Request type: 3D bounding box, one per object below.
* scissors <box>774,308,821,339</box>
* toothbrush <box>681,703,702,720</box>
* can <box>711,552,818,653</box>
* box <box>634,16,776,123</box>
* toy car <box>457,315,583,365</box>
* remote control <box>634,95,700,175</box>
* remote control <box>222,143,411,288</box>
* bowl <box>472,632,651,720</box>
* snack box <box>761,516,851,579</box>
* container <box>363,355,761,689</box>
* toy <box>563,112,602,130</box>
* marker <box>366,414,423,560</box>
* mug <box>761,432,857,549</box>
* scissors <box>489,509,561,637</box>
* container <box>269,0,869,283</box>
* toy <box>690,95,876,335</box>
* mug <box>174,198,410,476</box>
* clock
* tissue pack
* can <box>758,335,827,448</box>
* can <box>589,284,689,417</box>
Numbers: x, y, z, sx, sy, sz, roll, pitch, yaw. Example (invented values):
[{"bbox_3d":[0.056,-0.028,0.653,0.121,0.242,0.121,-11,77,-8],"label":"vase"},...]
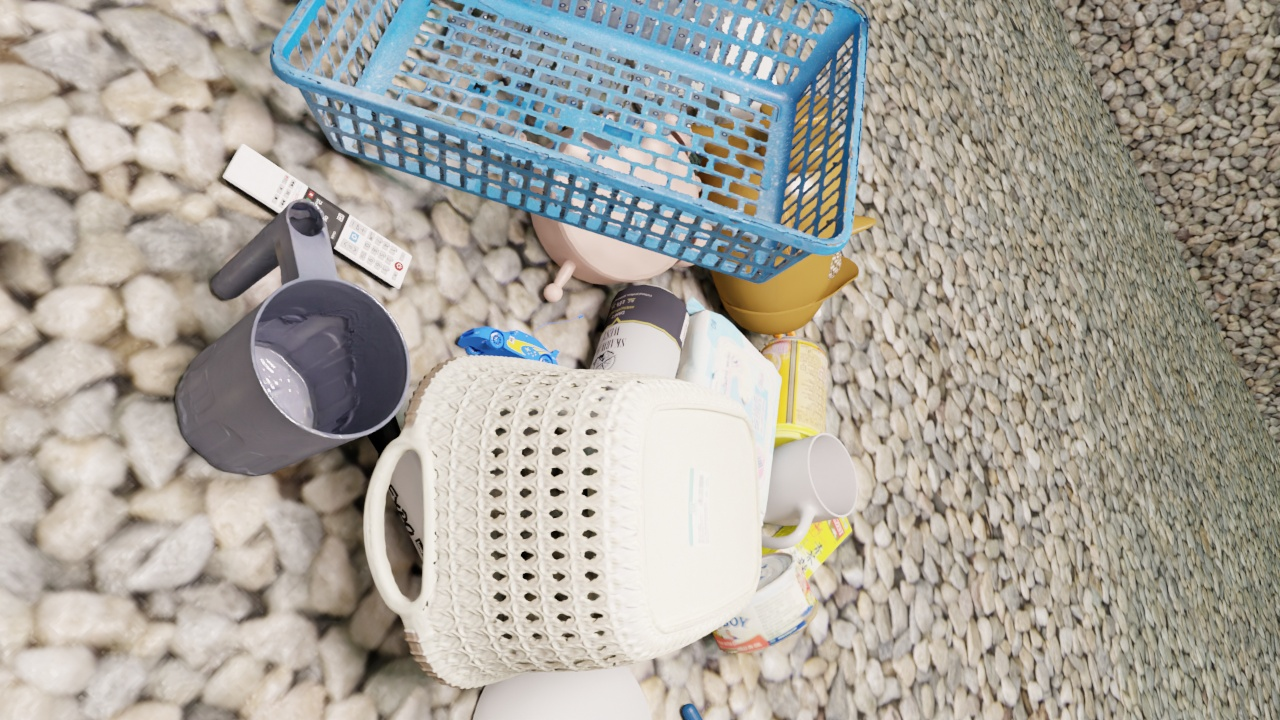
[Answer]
[{"bbox_3d":[0.147,-0.059,0.940,0.127,0.011,0.125,-21,88,-47],"label":"scissors"},{"bbox_3d":[0.073,0.330,0.690,0.014,0.014,0.168,-32,98,-37],"label":"toothbrush"},{"bbox_3d":[0.091,0.188,0.716,0.086,0.086,0.043,-29,95,-49],"label":"can"},{"bbox_3d":[0.054,-0.268,0.883,0.137,0.126,0.108,-10,74,-7],"label":"box"},{"bbox_3d":[-0.081,-0.023,0.657,0.092,0.033,0.061,28,61,-37],"label":"toy car"},{"bbox_3d":[0.041,-0.195,0.882,0.136,0.013,0.033,55,43,-15],"label":"remote control"},{"bbox_3d":[-0.201,-0.087,0.577,0.124,0.012,0.028,35,50,-32],"label":"remote control"},{"bbox_3d":[-0.036,0.249,0.585,0.149,0.043,0.149,21,59,-40],"label":"bowl"},{"bbox_3d":[0.142,0.169,0.822,0.147,0.029,0.040,-27,94,-49],"label":"snack box"},{"bbox_3d":[-0.024,0.088,0.539,0.245,0.143,0.184,9,77,-64],"label":"container"},{"bbox_3d":[-0.021,-0.168,0.784,0.084,0.046,0.103,-43,102,-31],"label":"toy"},{"bbox_3d":[-0.138,0.078,0.554,0.025,0.025,0.126,-21,82,-49],"label":"marker"},{"bbox_3d":[0.122,0.119,0.775,0.071,0.090,0.107,49,44,-20],"label":"mug"},{"bbox_3d":[-0.100,0.110,0.600,0.141,0.014,0.173,-11,80,-51],"label":"scissors"},{"bbox_3d":[-0.031,-0.195,0.640,0.362,0.089,0.256,17,56,-5],"label":"container"},{"bbox_3d":[0.126,-0.115,0.817,0.198,0.162,0.204,-78,166,-54],"label":"toy"},{"bbox_3d":[-0.190,-0.007,0.484,0.083,0.104,0.124,-8,79,-48],"label":"mug"},{"bbox_3d":[-0.012,-0.127,0.718,0.160,0.086,0.131,-19,101,-37],"label":"clock"},{"bbox_3d":[0.061,0.045,0.758,0.112,0.070,0.181,37,49,-30],"label":"tissue pack"},{"bbox_3d":[0.137,0.038,0.845,0.067,0.068,0.104,34,51,-33],"label":"can"},{"bbox_3d":[-0.004,0.004,0.709,0.064,0.064,0.127,40,48,-29],"label":"can"}]
